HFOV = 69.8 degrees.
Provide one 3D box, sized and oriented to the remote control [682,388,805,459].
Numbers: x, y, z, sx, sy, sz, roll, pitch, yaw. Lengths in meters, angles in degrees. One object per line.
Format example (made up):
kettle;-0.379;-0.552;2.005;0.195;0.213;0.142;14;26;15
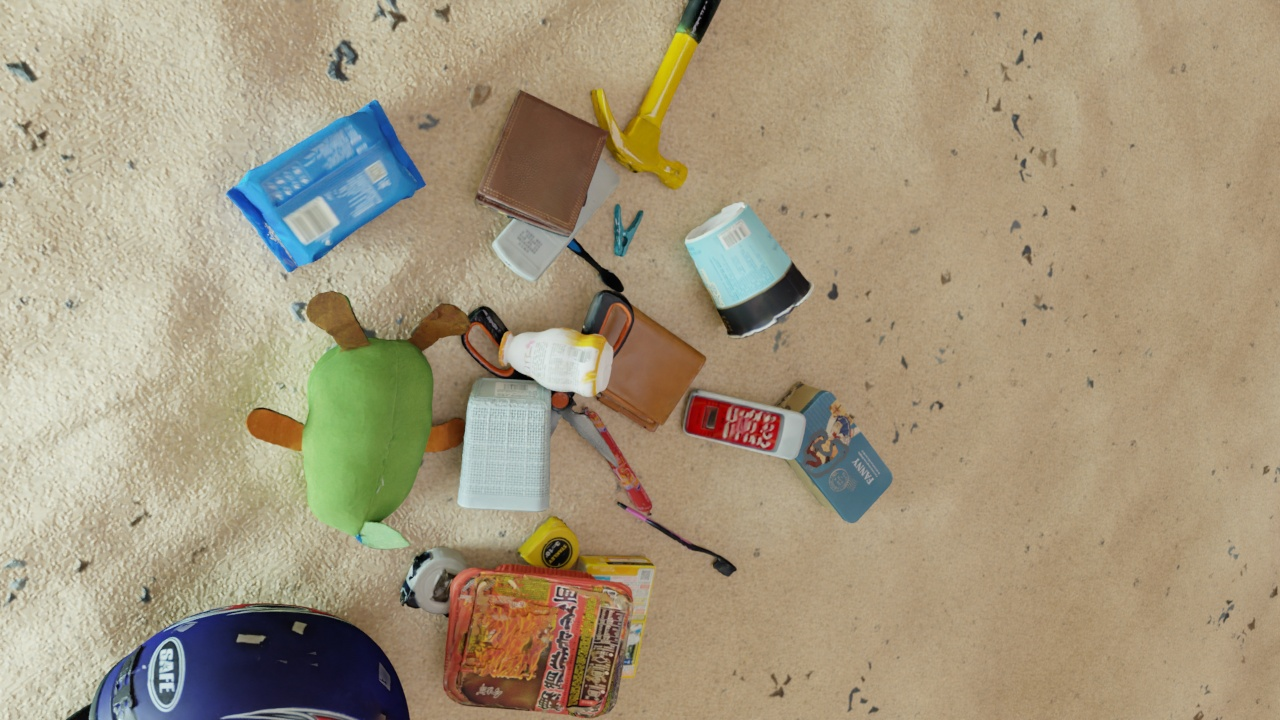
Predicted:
remote control;0.117;0.072;1.042;0.136;0.020;0.056;14;95;6

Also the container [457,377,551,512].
container;-0.132;0.081;0.913;0.090;0.090;0.111;4;106;-6

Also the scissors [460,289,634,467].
scissors;-0.086;0.018;0.955;0.234;0.021;0.221;40;98;-15

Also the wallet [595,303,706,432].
wallet;-0.006;0.006;1.001;0.131;0.031;0.108;34;88;-21

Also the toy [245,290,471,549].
toy;-0.257;0.056;0.869;0.226;0.090;0.247;7;102;-39

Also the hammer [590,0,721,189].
hammer;0.049;-0.337;0.955;0.128;0.033;0.300;26;90;-28

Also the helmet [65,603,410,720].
helmet;-0.355;0.332;0.788;0.315;0.247;0.241;10;115;-34

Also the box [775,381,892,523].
box;0.229;0.116;1.114;0.089;0.061;0.184;-47;113;-8

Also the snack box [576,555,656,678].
snack box;-0.038;0.293;1.047;0.086;0.034;0.140;7;96;-25

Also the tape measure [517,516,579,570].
tape measure;-0.097;0.205;1.003;0.060;0.029;0.057;-45;114;-10

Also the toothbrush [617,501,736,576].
toothbrush;0.043;0.211;1.077;0.189;0.014;0.018;34;98;-25

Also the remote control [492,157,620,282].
remote control;-0.084;-0.149;0.927;0.058;0.021;0.149;43;73;-15

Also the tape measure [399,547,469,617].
tape measure;-0.209;0.230;0.956;0.065;0.033;0.066;22;92;-28

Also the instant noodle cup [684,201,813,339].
instant noodle cup;0.110;-0.103;0.998;0.111;0.111;0.120;-38;104;-13

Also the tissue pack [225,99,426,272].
tissue pack;-0.281;-0.159;0.833;0.157;0.052;0.095;-37;115;-13

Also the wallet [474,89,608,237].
wallet;-0.094;-0.192;0.900;0.101;0.032;0.124;22;76;-14

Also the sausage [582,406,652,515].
sausage;-0.025;0.114;1.022;0.020;0.020;0.156;-36;113;-14

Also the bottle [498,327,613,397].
bottle;-0.084;-0.002;0.905;0.108;0.063;0.063;11;97;5

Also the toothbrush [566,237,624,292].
toothbrush;-0.085;-0.133;0.950;0.189;0.016;0.014;42;85;-23

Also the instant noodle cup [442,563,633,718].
instant noodle cup;-0.109;0.286;0.964;0.188;0.079;0.165;8;107;-8

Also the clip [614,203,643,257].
clip;-0.017;-0.137;0.977;0.034;0.013;0.054;13;93;-25
